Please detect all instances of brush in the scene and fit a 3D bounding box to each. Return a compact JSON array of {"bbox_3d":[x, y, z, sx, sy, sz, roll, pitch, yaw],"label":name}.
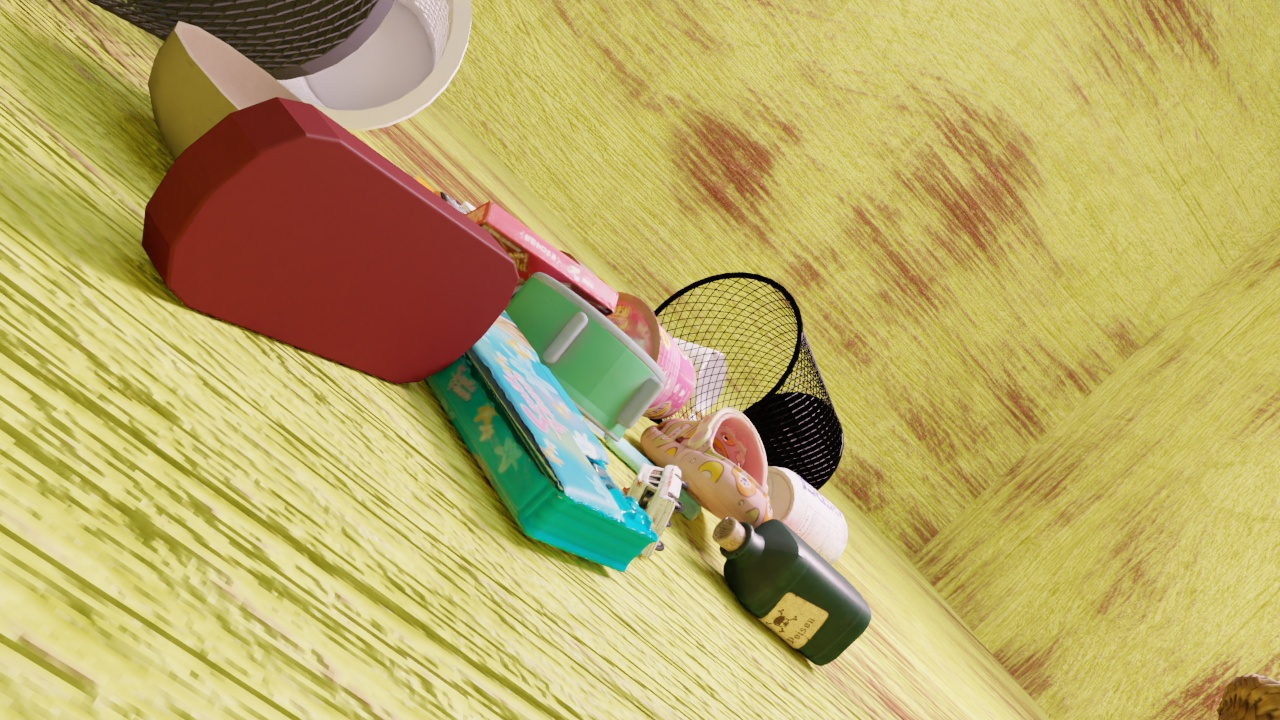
[{"bbox_3d":[-0.122,-0.046,0.386,0.042,0.082,0.173,48,6,25],"label":"brush"}]

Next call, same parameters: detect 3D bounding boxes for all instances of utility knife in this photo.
[{"bbox_3d":[0.004,0.084,0.723,0.126,0.015,0.022,43,23,-17],"label":"utility knife"}]

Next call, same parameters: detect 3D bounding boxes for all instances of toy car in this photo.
[{"bbox_3d":[0.006,0.091,0.591,0.039,0.039,0.113,25,5,4],"label":"toy car"}]

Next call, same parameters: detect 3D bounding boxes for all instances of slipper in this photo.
[{"bbox_3d":[0.069,0.083,0.765,0.093,0.081,0.197,46,-6,-16],"label":"slipper"}]

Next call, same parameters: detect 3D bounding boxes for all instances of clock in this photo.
[{"bbox_3d":[-0.056,-0.003,0.662,0.122,0.075,0.162,42,-6,-25],"label":"clock"}]

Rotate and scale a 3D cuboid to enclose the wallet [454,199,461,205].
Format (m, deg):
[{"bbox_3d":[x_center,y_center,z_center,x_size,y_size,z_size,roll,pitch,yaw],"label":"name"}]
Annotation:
[{"bbox_3d":[-0.174,-0.133,0.972,0.072,0.019,0.123,43,6,-23],"label":"wallet"}]

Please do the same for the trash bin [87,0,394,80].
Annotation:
[{"bbox_3d":[-0.261,-0.290,0.529,0.218,0.218,0.227,45,2,3],"label":"trash bin"}]

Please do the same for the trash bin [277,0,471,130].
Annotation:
[{"bbox_3d":[-0.249,-0.288,0.805,0.195,0.195,0.199,44,-4,-12],"label":"trash bin"}]

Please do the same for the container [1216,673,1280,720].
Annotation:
[{"bbox_3d":[0.308,0.311,0.380,0.307,0.196,0.307,44,4,-4],"label":"container"}]

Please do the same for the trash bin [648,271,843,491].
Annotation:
[{"bbox_3d":[0.115,0.045,0.967,0.184,0.184,0.210,51,0,44],"label":"trash bin"}]

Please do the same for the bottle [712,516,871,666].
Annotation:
[{"bbox_3d":[0.101,0.157,0.661,0.131,0.061,0.061,43,5,-24],"label":"bottle"}]

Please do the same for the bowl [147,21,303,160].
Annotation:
[{"bbox_3d":[-0.182,-0.094,0.463,0.152,0.050,0.152,45,6,-6],"label":"bowl"}]

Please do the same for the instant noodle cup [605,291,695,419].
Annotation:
[{"bbox_3d":[-0.005,0.005,0.781,0.097,0.098,0.108,48,9,30],"label":"instant noodle cup"}]

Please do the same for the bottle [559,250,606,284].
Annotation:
[{"bbox_3d":[-0.087,-0.081,0.984,0.068,0.068,0.157,48,6,24],"label":"bottle"}]

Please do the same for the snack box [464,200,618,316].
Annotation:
[{"bbox_3d":[-0.093,-0.064,0.701,0.133,0.089,0.021,33,54,-36],"label":"snack box"}]

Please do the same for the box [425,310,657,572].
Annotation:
[{"bbox_3d":[-0.076,0.014,0.500,0.226,0.041,0.094,49,7,36],"label":"box"}]

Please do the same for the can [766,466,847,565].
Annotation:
[{"bbox_3d":[0.151,0.160,0.926,0.136,0.078,0.078,39,8,-49],"label":"can"}]

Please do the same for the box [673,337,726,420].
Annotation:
[{"bbox_3d":[0.049,0.047,1.103,0.140,0.141,0.083,15,-15,31],"label":"box"}]

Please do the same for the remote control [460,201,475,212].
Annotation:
[{"bbox_3d":[-0.148,-0.130,0.959,0.043,0.013,0.136,48,6,22],"label":"remote control"}]

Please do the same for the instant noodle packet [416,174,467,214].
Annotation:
[{"bbox_3d":[-0.115,-0.065,0.821,0.220,0.032,0.159,42,13,-31],"label":"instant noodle packet"}]
